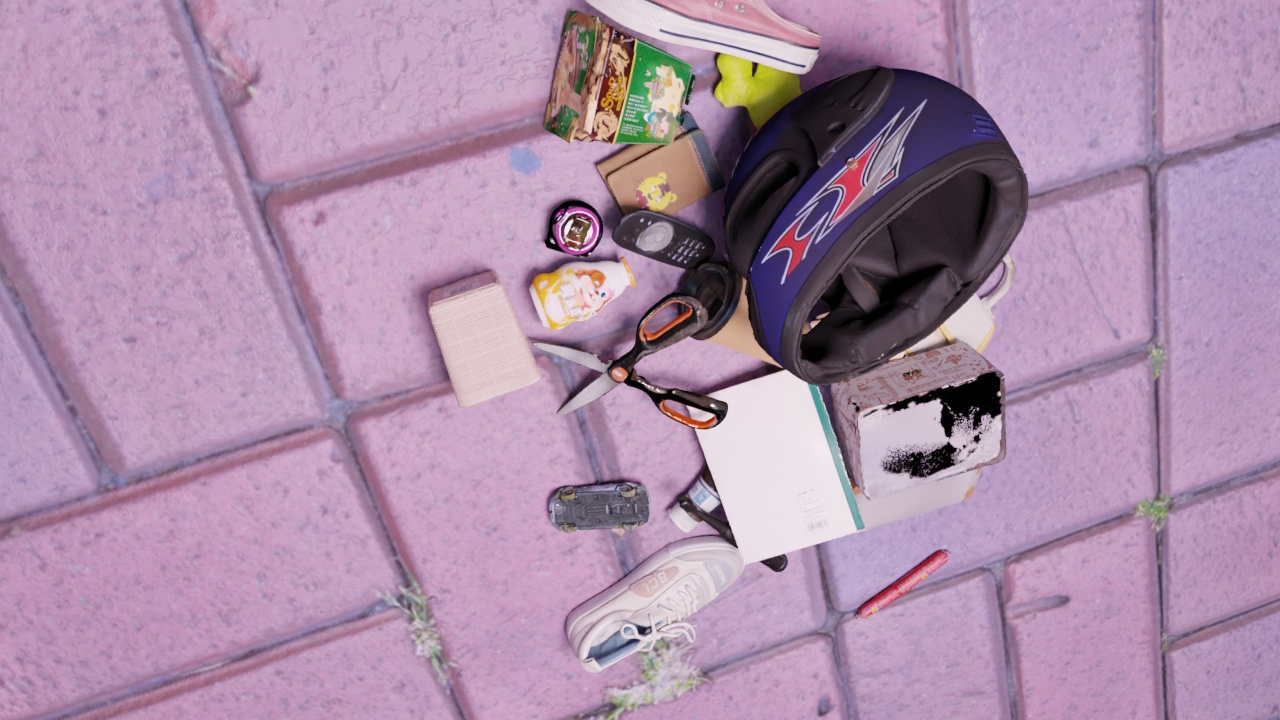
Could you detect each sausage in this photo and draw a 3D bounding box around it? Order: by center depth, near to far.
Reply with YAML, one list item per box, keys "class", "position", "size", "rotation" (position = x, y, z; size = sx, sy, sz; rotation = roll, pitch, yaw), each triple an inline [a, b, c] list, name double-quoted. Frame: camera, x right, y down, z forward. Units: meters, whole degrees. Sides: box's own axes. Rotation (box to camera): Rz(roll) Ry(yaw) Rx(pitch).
- class: "sausage"
  position: [0.354, 0.303, 1.235]
  size: [0.156, 0.020, 0.020]
  rotation: [-36, 114, 2]

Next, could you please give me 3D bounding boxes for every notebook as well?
- class: "notebook"
  position: [0.157, 0.121, 1.061]
  size: [0.150, 0.012, 0.209]
  rotation: [-18, 97, 10]

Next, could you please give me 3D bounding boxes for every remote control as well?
- class: "remote control"
  position: [0.024, -0.131, 0.977]
  size: [0.136, 0.024, 0.053]
  rotation: [14, 129, -41]

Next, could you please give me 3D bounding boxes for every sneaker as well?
- class: "sneaker"
  position: [0.065, -0.346, 0.875]
  size: [0.241, 0.118, 0.088]
  rotation: [12, 119, -10]
- class: "sneaker"
  position: [0.024, 0.299, 1.117]
  size: [0.242, 0.090, 0.089]
  rotation: [-29, 115, -2]

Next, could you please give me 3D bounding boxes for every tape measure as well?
- class: "tape measure"
  position: [-0.068, -0.138, 0.961]
  size: [0.057, 0.039, 0.058]
  rotation: [17, 105, -18]

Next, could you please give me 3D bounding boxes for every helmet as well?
- class: "helmet"
  position: [0.200, -0.145, 0.908]
  size: [0.315, 0.240, 0.247]
  rotation: [-37, 137, -8]

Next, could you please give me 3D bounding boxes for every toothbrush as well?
- class: "toothbrush"
  position: [0.112, 0.209, 1.109]
  size: [0.026, 0.027, 0.212]
  rotation: [-39, 130, 18]

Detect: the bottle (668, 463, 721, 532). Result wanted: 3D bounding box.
- class: "bottle"
  position: [0.112, 0.127, 1.100]
  size: [0.080, 0.044, 0.195]
  rotation: [42, 97, -16]

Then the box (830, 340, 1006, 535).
- class: "box"
  position: [0.326, 0.115, 1.087]
  size: [0.179, 0.110, 0.260]
  rotation: [-15, 121, -4]

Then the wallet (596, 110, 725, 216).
- class: "wallet"
  position: [0.022, -0.196, 0.967]
  size: [0.115, 0.033, 0.090]
  rotation: [-29, 115, 2]

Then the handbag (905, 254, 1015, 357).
- class: "handbag"
  position: [0.362, -0.076, 1.078]
  size: [0.179, 0.063, 0.163]
  rotation: [-43, 115, 1]

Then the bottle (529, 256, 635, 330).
- class: "bottle"
  position: [-0.061, -0.076, 0.973]
  size: [0.108, 0.063, 0.063]
  rotation: [-22, 113, -5]

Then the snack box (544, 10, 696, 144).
- class: "snack box"
  position: [-0.019, -0.265, 0.897]
  size: [0.105, 0.117, 0.118]
  rotation: [6, 111, -28]

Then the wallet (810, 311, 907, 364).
- class: "wallet"
  position: [0.249, -0.021, 1.048]
  size: [0.087, 0.024, 0.115]
  rotation: [-15, 138, 26]

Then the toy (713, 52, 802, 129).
- class: "toy"
  position: [0.126, -0.285, 0.958]
  size: [0.100, 0.031, 0.097]
  rotation: [-2, 108, -12]

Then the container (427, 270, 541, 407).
- class: "container"
  position: [-0.166, -0.026, 0.955]
  size: [0.090, 0.090, 0.111]
  rotation: [-19, 109, -6]

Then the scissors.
- class: "scissors"
  position: [-0.002, 0.011, 0.992]
  size: [0.234, 0.021, 0.221]
  rotation: [28, 125, -11]

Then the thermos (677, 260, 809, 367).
- class: "thermos"
  position: [0.116, -0.047, 1.017]
  size: [0.143, 0.093, 0.093]
  rotation: [25, 102, -29]

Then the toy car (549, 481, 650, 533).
- class: "toy car"
  position: [-0.048, 0.172, 1.084]
  size: [0.120, 0.036, 0.054]
  rotation: [-4, 112, -1]
